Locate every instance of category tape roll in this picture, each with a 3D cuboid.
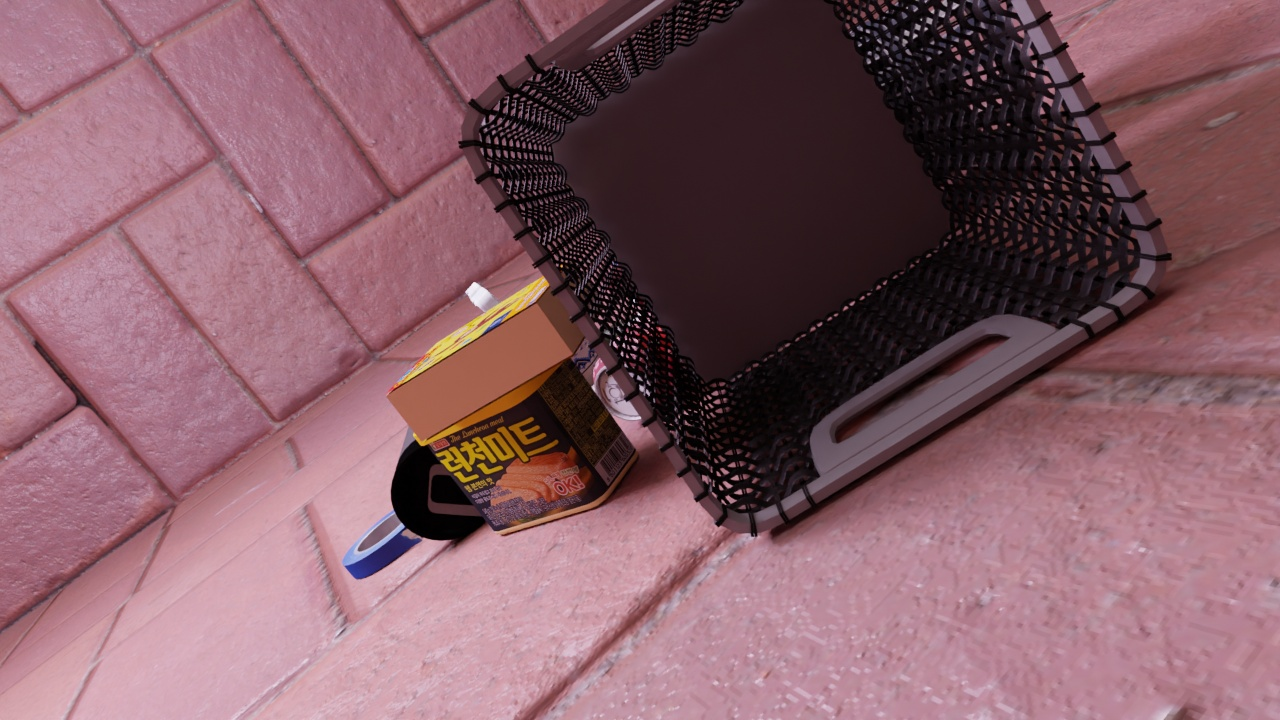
[{"bbox_3d":[-0.229,0.160,0.839,0.091,0.016,0.093,-33,14,8],"label":"tape roll"}]

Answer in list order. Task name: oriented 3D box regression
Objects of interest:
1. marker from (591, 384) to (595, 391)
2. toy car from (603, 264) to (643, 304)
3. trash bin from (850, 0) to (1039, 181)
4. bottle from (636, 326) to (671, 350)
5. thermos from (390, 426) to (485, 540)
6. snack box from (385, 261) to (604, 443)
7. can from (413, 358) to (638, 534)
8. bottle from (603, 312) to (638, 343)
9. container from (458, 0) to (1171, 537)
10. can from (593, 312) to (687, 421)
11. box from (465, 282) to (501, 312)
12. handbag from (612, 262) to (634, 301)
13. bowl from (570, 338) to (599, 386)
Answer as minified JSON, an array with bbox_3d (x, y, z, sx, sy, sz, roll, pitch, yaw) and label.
[{"bbox_3d":[-0.005,0.005,0.841,0.141,0.020,0.020,-38,14,-12],"label":"marker"},{"bbox_3d":[0.037,-0.082,0.929,0.070,0.062,0.169,-25,-4,32],"label":"toy car"},{"bbox_3d":[0.158,-0.176,0.715,0.227,0.164,0.164,-28,14,5],"label":"trash bin"},{"bbox_3d":[0.064,-0.034,0.695,0.141,0.042,0.042,-18,11,-11],"label":"bottle"},{"bbox_3d":[-0.175,0.083,0.836,0.082,0.082,0.240,-35,14,-2],"label":"thermos"},{"bbox_3d":[-0.094,-0.008,0.610,0.126,0.040,0.088,-29,15,22],"label":"snack box"},{"bbox_3d":[-0.082,0.059,0.662,0.131,0.101,0.072,-23,18,39],"label":"can"},{"bbox_3d":[-0.022,-0.028,0.974,0.106,0.025,0.025,-23,18,38],"label":"bottle"},{"bbox_3d":[0.079,-0.097,0.528,0.247,0.245,0.243,-33,11,7],"label":"container"},{"bbox_3d":[0.010,-0.004,0.738,0.063,0.063,0.113,-24,17,37],"label":"can"},{"bbox_3d":[-0.139,-0.030,1.020,0.043,0.136,0.197,-39,14,-5],"label":"box"},{"bbox_3d":[0.054,-0.138,1.115,0.169,0.068,0.144,-30,14,-9],"label":"handbag"},{"bbox_3d":[-0.084,0.023,0.877,0.115,0.059,0.115,-32,14,9],"label":"bowl"}]
